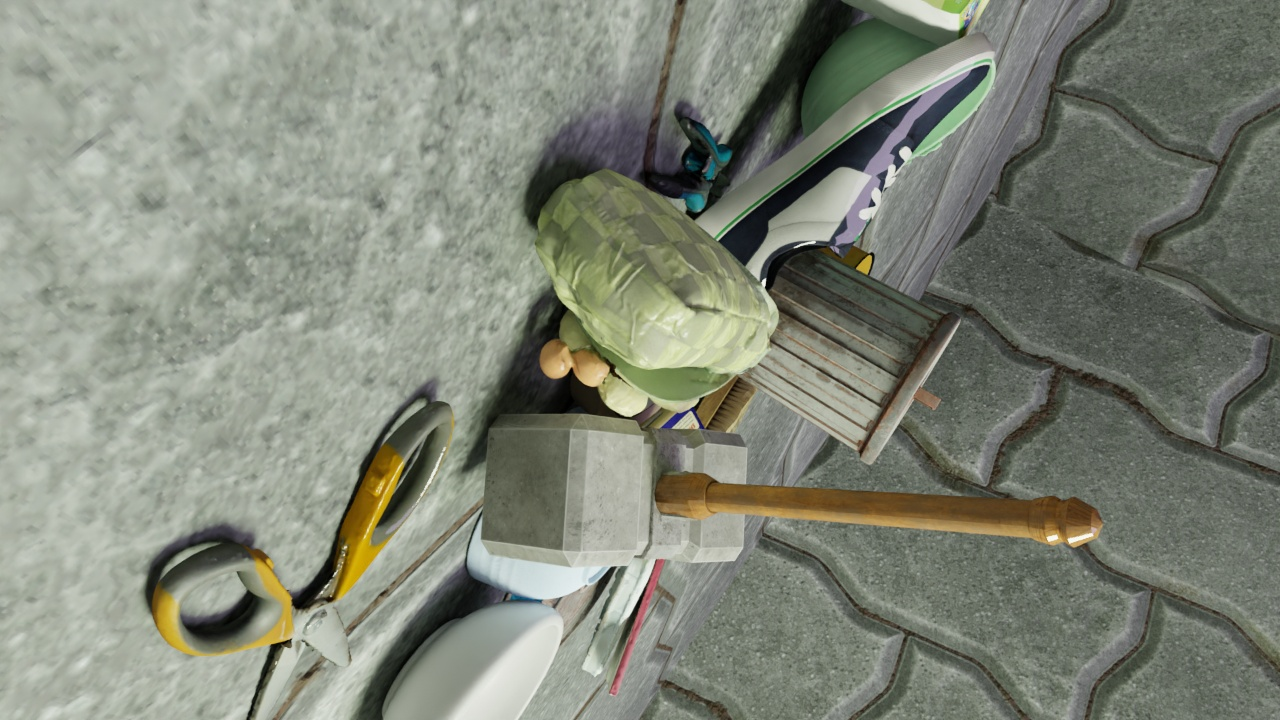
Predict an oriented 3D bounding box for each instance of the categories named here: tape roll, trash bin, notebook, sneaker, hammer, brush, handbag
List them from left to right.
[{"bbox_3d":[-0.005,-0.028,0.507,0.117,0.113,0.186,-48,163,13],"label":"handbag"},{"bbox_3d":[-0.004,0.004,0.639,0.093,0.030,0.094,-35,148,-26],"label":"tape roll"},{"bbox_3d":[0.007,0.217,0.901,0.153,0.012,0.208,107,4,-77],"label":"notebook"},{"bbox_3d":[0.091,0.053,0.996,0.194,0.043,0.059,-50,165,-48],"label":"brush"},{"bbox_3d":[0.076,0.076,0.494,0.162,0.318,0.083,11,79,-47],"label":"hammer"},{"bbox_3d":[0.138,-0.020,0.720,0.130,0.211,0.131,-51,162,-24],"label":"trash bin"},{"bbox_3d":[0.147,-0.125,0.630,0.236,0.079,0.084,-36,173,15],"label":"sneaker"}]

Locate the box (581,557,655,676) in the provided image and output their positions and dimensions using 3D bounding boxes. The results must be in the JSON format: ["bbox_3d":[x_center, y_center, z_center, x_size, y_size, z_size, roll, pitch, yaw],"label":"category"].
[{"bbox_3d":[-0.005,0.190,0.907,0.188,0.037,0.209,-64,176,-48],"label":"box"}]

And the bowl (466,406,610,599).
[{"bbox_3d":[-0.049,0.115,0.669,0.150,0.075,0.151,-50,161,-24],"label":"bowl"}]

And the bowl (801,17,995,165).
[{"bbox_3d":[0.188,-0.214,0.713,0.151,0.077,0.151,-18,160,-7],"label":"bowl"}]

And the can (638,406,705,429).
[{"bbox_3d":[0.022,0.096,0.788,0.057,0.092,0.116,-22,-170,40],"label":"can"}]

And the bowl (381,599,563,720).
[{"bbox_3d":[-0.133,0.241,0.663,0.176,0.066,0.177,-51,162,-24],"label":"bowl"}]

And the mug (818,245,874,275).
[{"bbox_3d":[0.152,-0.072,0.871,0.100,0.094,0.124,-48,159,-26],"label":"mug"}]

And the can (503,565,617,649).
[{"bbox_3d":[-0.068,0.198,0.813,0.129,0.044,0.130,-51,162,-24],"label":"can"}]

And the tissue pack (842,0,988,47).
[{"bbox_3d":[0.199,-0.313,0.560,0.198,0.120,0.141,-67,164,9],"label":"tissue pack"}]

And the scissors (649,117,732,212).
[{"bbox_3d":[0.040,-0.126,0.593,0.126,0.019,0.144,-49,163,-30],"label":"scissors"}]

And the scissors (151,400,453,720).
[{"bbox_3d":[-0.166,0.117,0.442,0.225,0.016,0.216,-60,164,12],"label":"scissors"}]
